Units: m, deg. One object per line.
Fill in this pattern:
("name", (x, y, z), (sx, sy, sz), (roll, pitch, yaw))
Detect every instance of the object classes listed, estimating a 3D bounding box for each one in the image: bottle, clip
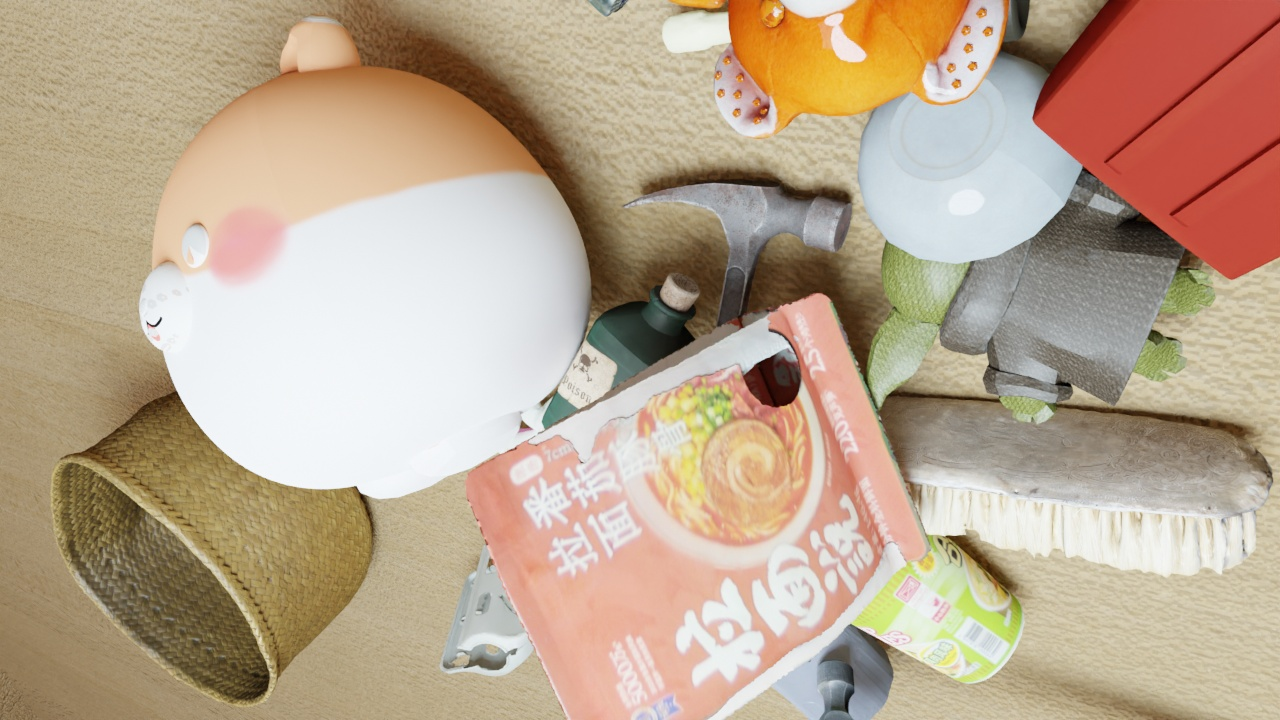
("bottle", (0.094, -0.175, 0.462), (0.185, 0.045, 0.045), (4, 124, 31))
("bottle", (-0.003, 0.003, 0.560), (0.061, 0.061, 0.132), (41, 123, 16))
("clip", (-0.110, 0.216, 0.840), (0.152, 0.125, 0.096), (-15, 123, 15))

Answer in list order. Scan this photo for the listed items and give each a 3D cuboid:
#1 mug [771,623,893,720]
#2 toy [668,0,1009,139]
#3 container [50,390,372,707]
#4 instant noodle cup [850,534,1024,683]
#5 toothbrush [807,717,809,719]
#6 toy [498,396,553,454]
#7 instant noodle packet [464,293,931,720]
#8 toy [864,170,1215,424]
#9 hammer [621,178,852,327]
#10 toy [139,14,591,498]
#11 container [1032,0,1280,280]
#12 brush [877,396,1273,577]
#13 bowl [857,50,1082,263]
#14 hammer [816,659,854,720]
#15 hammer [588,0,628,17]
("mug", (0.119, 0.218, 0.710), (0.104, 0.083, 0.124), (45, 161, -22))
("toy", (0.080, -0.189, 0.390), (0.164, 0.092, 0.172), (-6, 88, 29))
("container", (-0.436, 0.183, 0.968), (0.307, 0.196, 0.308), (18, 129, 23))
("instant noodle cup", (0.191, 0.159, 0.619), (0.108, 0.098, 0.099), (36, 135, -6))
("toothbrush", (0.112, 0.248, 0.787), (0.016, 0.018, 0.182), (-26, 103, 43))
("toy", (-0.064, 0.057, 0.742), (0.123, 0.037, 0.079), (8, 116, 22))
("instant noodle packet", (0.029, 0.082, 0.468), (0.084, 0.220, 0.164), (-13, 101, 55))
("toy", (0.201, -0.039, 0.469), (0.153, 0.078, 0.179), (22, 106, 24))
("hammer", (0.036, 0.035, 0.605), (0.138, 0.034, 0.315), (18, 113, 24))
("toy", (-0.176, -0.055, 0.581), (0.264, 0.264, 0.280), (-26, 88, 45))
("container", (0.261, -0.136, 0.327), (0.148, 0.126, 0.201), (40, 144, 2))
("brush", (0.207, 0.066, 0.541), (0.272, 0.083, 0.057), (3, 123, 31))
("bowl", (0.150, -0.103, 0.436), (0.106, 0.039, 0.106), (-9, 72, 31))
("hammer", (0.281, 0.265, 0.580), (0.333, 0.117, 0.025), (4, 132, 6))
("hammer", (0.021, -0.321, 0.414), (0.130, 0.032, 0.320), (44, 134, -2))
